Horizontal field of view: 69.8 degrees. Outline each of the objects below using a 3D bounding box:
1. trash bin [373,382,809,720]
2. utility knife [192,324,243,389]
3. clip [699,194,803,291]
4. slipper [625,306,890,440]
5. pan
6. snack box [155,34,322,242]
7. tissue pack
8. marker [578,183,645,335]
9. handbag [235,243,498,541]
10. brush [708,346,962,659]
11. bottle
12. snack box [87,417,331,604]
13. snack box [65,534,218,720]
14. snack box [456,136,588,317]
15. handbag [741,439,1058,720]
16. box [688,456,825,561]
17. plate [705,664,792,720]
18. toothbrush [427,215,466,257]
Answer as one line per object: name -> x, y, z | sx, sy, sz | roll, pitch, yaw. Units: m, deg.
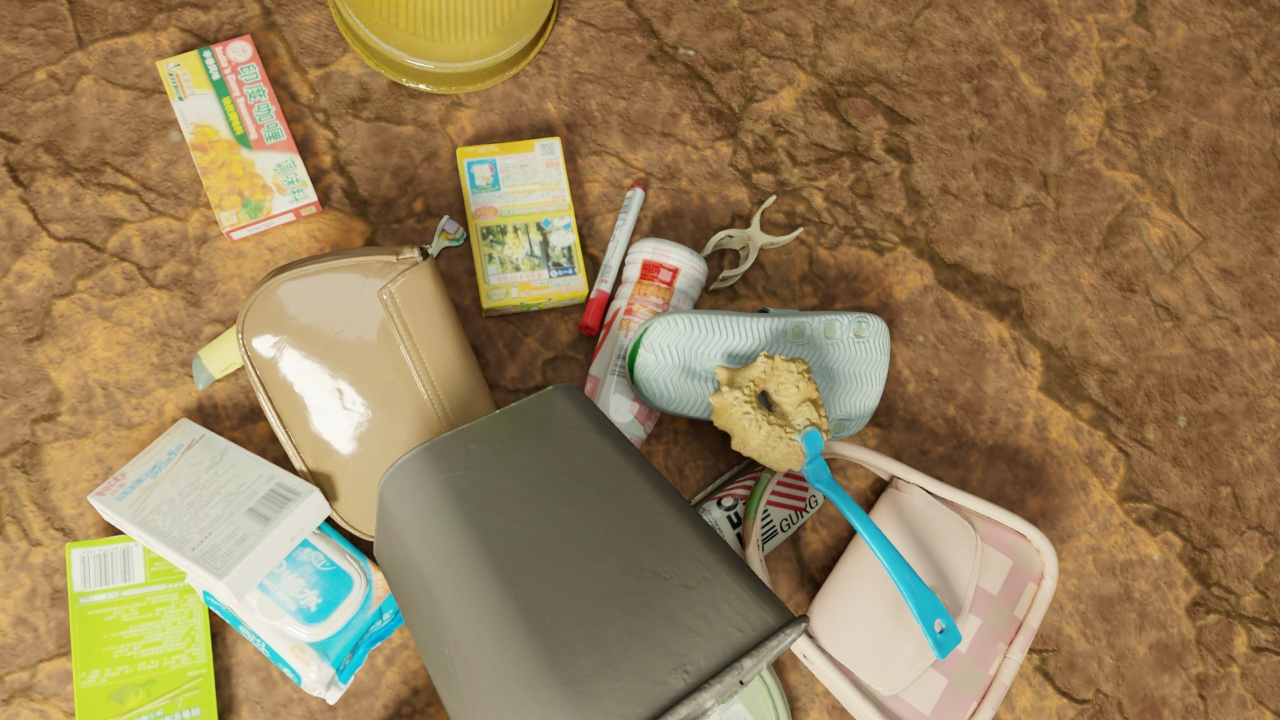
trash bin -> -0.048, 0.154, 0.589 | 0.198, 0.200, 0.219 | -24, 64, -31
utility knife -> -0.274, -0.040, 0.716 | 0.176, 0.019, 0.031 | -38, 89, -11
clip -> 0.095, -0.090, 0.775 | 0.103, 0.035, 0.076 | -25, 80, -21
slipper -> 0.094, 0.006, 0.722 | 0.245, 0.074, 0.104 | 4, 94, -27
pan -> -0.171, -0.404, 0.801 | 0.197, 0.078, 0.357 | 0, 84, -11
snack box -> -0.321, -0.179, 0.736 | 0.077, 0.027, 0.155 | -23, 82, -14
tissue pack -> -0.236, 0.161, 0.643 | 0.140, 0.063, 0.089 | 40, 57, 2
marker -> -0.022, -0.085, 0.750 | 0.017, 0.017, 0.145 | 20, 64, -3
handbag -> -0.188, 0.017, 0.656 | 0.147, 0.100, 0.204 | -23, 109, -10
brush -> 0.141, 0.097, 0.642 | 0.083, 0.046, 0.254 | -34, 83, -26
bottle -> -0.004, 0.004, 0.722 | 0.068, 0.068, 0.196 | 18, 79, -4
snack box -> -0.295, 0.098, 0.626 | 0.157, 0.027, 0.084 | 18, 50, 30
snack box -> -0.343, 0.198, 0.634 | 0.085, 0.026, 0.156 | -5, 77, -30
snack box -> -0.097, -0.110, 0.751 | 0.087, 0.034, 0.140 | -9, 77, -10
handbag -> 0.176, 0.158, 0.686 | 0.234, 0.093, 0.193 | 38, 74, -5
box -> 0.071, 0.126, 0.720 | 0.163, 0.076, 0.075 | -36, 103, -19
plate -> 0.006, 0.289, 0.677 | 0.230, 0.027, 0.230 | 2, 78, -8
toothbrush -> -0.198, -0.034, 0.726 | 0.020, 0.029, 0.189 | 20, 72, 40
